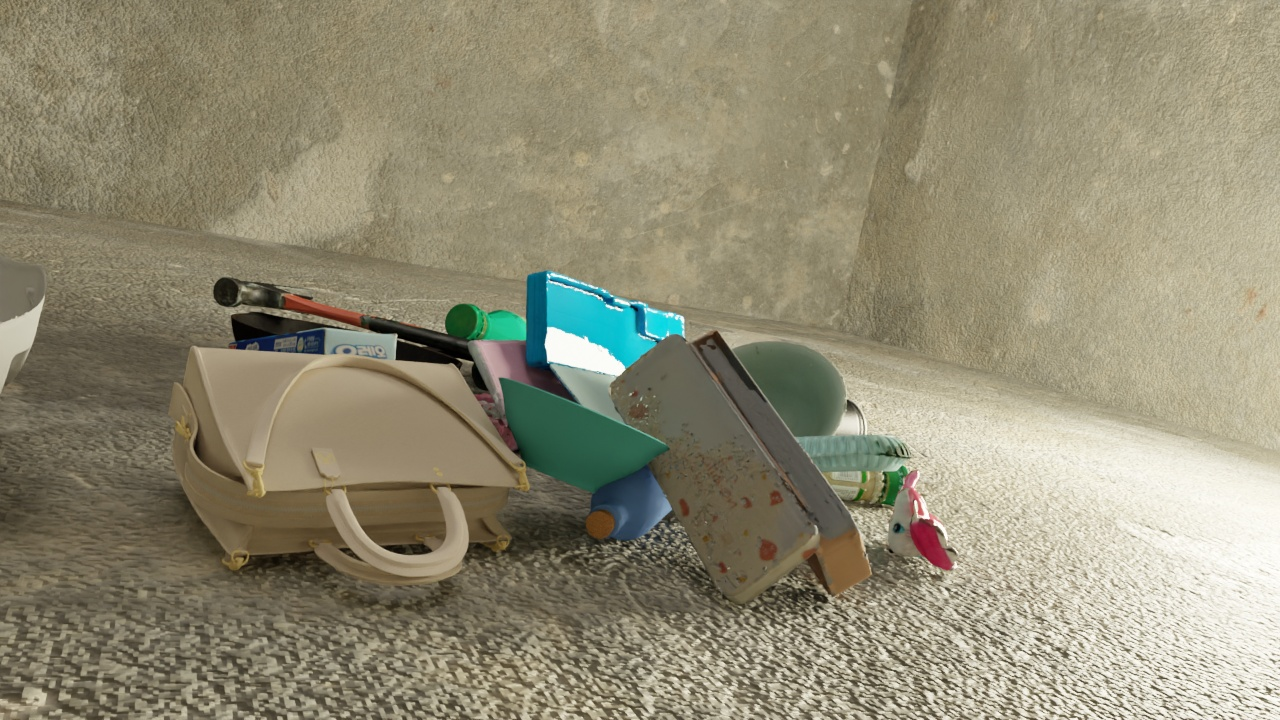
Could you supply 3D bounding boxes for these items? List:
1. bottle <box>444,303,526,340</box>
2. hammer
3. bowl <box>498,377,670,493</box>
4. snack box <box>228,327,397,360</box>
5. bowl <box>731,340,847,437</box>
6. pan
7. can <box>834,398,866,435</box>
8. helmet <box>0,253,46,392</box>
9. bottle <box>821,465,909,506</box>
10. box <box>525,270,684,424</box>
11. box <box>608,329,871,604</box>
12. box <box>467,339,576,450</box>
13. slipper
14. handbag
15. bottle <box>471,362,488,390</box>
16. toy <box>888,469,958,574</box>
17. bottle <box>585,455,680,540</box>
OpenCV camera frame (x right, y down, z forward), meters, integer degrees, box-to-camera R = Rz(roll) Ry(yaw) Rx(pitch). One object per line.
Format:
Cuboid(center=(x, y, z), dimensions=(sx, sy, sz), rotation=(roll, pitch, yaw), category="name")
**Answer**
Cuboid(center=(-0.168, -0.027, 1.117), dimensions=(0.068, 0.068, 0.209), rotation=(14, -5, 20), category="bottle")
Cuboid(center=(-0.268, -0.034, 0.981), dimensions=(0.333, 0.033, 0.133), rotation=(15, 2, 5), category="hammer")
Cuboid(center=(-0.046, 0.055, 0.600), dimensions=(0.121, 0.046, 0.121), rotation=(22, -7, 3), category="bowl")
Cuboid(center=(-0.264, 0.009, 0.718), dimensions=(0.059, 0.059, 0.227), rotation=(5, -6, -39), category="snack box")
Cuboid(center=(0.115, 0.066, 0.872), dimensions=(0.174, 0.173, 0.068), rotation=(17, -30, 37), category="bowl")
Cuboid(center=(-0.277, 0.001, 0.995), dimensions=(0.249, 0.043, 0.355), rotation=(14, 3, 20), category="pan")
Cuboid(center=(0.165, 0.071, 0.979), dimensions=(0.145, 0.080, 0.080), rotation=(6, 9, -34), category="can")
Cuboid(center=(-0.439, -0.030, 0.463), dimensions=(0.283, 0.184, 0.223), rotation=(8, 10, 33), category="helmet")
Cuboid(center=(0.199, 0.113, 0.867), dimensions=(0.110, 0.043, 0.042), rotation=(8, 8, -13), category="bottle")
Cuboid(center=(-0.017, 0.013, 0.925), dimensions=(0.064, 0.174, 0.243), rotation=(-32, -24, 27), category="box")
Cuboid(center=(0.074, 0.072, 0.646), dimensions=(0.107, 0.095, 0.216), rotation=(30, 20, -41), category="box")
Cuboid(center=(-0.095, 0.023, 0.898), dimensions=(0.099, 0.098, 0.232), rotation=(14, 8, 27), category="box")
Cuboid(center=(0.082, 0.091, 0.760), dimensions=(0.277, 0.069, 0.115), rotation=(-1, -2, 24), category="slipper")
Cuboid(center=(-0.160, 0.069, 0.540), dimensions=(0.194, 0.101, 0.198), rotation=(5, 22, -38), category="handbag")
Cuboid(center=(-0.132, 0.013, 1.079), dimensions=(0.056, 0.056, 0.160), rotation=(15, 9, 30), category="bottle")
Cuboid(center=(0.215, 0.133, 0.718), dimensions=(0.050, 0.065, 0.102), rotation=(-21, 9, 6), category="toy")
Cuboid(center=(-0.008, 0.099, 0.642), dimensions=(0.048, 0.048, 0.131), rotation=(13, 8, 15), category="bottle")
